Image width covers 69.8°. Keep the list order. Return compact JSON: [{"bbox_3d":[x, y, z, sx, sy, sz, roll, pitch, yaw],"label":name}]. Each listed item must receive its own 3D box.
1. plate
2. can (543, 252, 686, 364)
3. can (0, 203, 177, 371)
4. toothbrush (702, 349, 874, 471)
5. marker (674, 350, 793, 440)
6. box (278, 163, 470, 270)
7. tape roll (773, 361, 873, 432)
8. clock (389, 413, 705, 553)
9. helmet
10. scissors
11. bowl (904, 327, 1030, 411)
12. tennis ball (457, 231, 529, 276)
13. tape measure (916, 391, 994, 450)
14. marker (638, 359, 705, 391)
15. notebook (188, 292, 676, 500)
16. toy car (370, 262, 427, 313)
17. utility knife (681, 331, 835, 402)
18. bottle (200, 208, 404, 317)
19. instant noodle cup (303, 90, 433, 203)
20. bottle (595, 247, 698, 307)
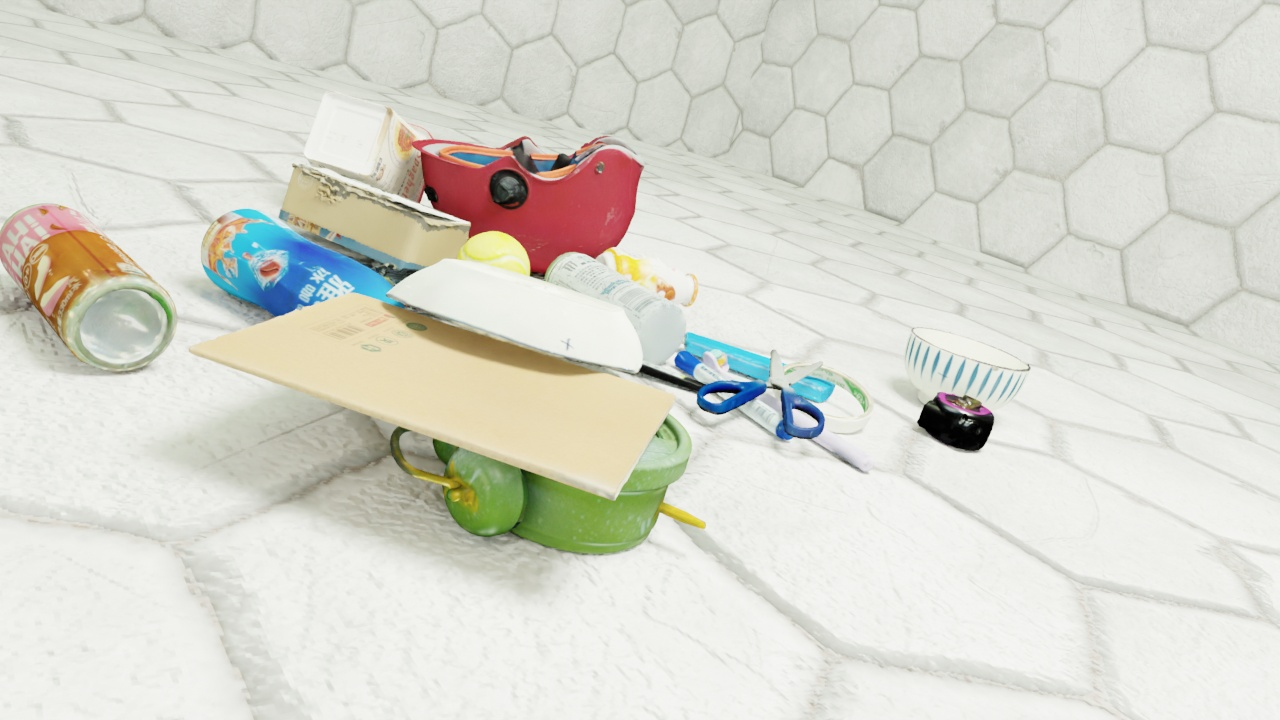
[{"bbox_3d":[-0.071,-0.036,0.631,0.162,0.034,0.265,18,4,1],"label":"plate"},{"bbox_3d":[-0.026,-0.049,0.822,0.058,0.058,0.147,0,23,-41],"label":"can"},{"bbox_3d":[-0.329,-0.046,0.542,0.147,0.058,0.057,30,22,37],"label":"can"},{"bbox_3d":[0.116,0.038,0.740,0.029,0.021,0.189,27,7,-45],"label":"toothbrush"},{"bbox_3d":[0.074,0.027,0.745,0.016,0.017,0.146,3,21,-36],"label":"marker"},{"bbox_3d":[-0.243,-0.128,0.858,0.184,0.061,0.089,25,10,24],"label":"box"},{"bbox_3d":[0.155,0.030,0.778,0.086,0.014,0.085,11,31,-7],"label":"tape roll"},{"bbox_3d":[-0.050,0.051,0.488,0.161,0.056,0.116,9,17,-21],"label":"clock"},{"bbox_3d":[-0.116,-0.165,0.974,0.240,0.144,0.206,0,19,-5],"label":"helmet"},{"bbox_3d":[0.102,0.021,0.728,0.160,0.012,0.163,1,22,-18],"label":"scissors"},{"bbox_3d":[0.314,0.017,0.905,0.116,0.066,0.116,14,16,-4],"label":"bowl"},{"bbox_3d":[-0.132,-0.083,0.821,0.065,0.065,0.065,14,17,-5],"label":"tennis ball"},{"bbox_3d":[0.281,0.052,0.810,0.057,0.039,0.057,-3,25,-46],"label":"tape measure"},{"bbox_3d":[-0.004,0.004,0.752,0.124,0.015,0.018,19,8,2],"label":"marker"},{"bbox_3d":[-0.093,0.009,0.471,0.208,0.008,0.147,18,17,8],"label":"notebook"},{"bbox_3d":[-0.176,-0.057,0.755,0.105,0.031,0.049,4,22,-10],"label":"toy car"},{"bbox_3d":[0.085,-0.002,0.837,0.188,0.018,0.034,20,25,11],"label":"utility knife"},{"bbox_3d":[-0.213,-0.042,0.623,0.219,0.065,0.065,27,20,30],"label":"bottle"},{"bbox_3d":[-0.292,-0.220,0.978,0.116,0.116,0.124,17,-8,3],"label":"instant noodle cup"},{"bbox_3d":[0.005,-0.079,0.934,0.108,0.063,0.063,6,20,-28],"label":"bottle"}]
